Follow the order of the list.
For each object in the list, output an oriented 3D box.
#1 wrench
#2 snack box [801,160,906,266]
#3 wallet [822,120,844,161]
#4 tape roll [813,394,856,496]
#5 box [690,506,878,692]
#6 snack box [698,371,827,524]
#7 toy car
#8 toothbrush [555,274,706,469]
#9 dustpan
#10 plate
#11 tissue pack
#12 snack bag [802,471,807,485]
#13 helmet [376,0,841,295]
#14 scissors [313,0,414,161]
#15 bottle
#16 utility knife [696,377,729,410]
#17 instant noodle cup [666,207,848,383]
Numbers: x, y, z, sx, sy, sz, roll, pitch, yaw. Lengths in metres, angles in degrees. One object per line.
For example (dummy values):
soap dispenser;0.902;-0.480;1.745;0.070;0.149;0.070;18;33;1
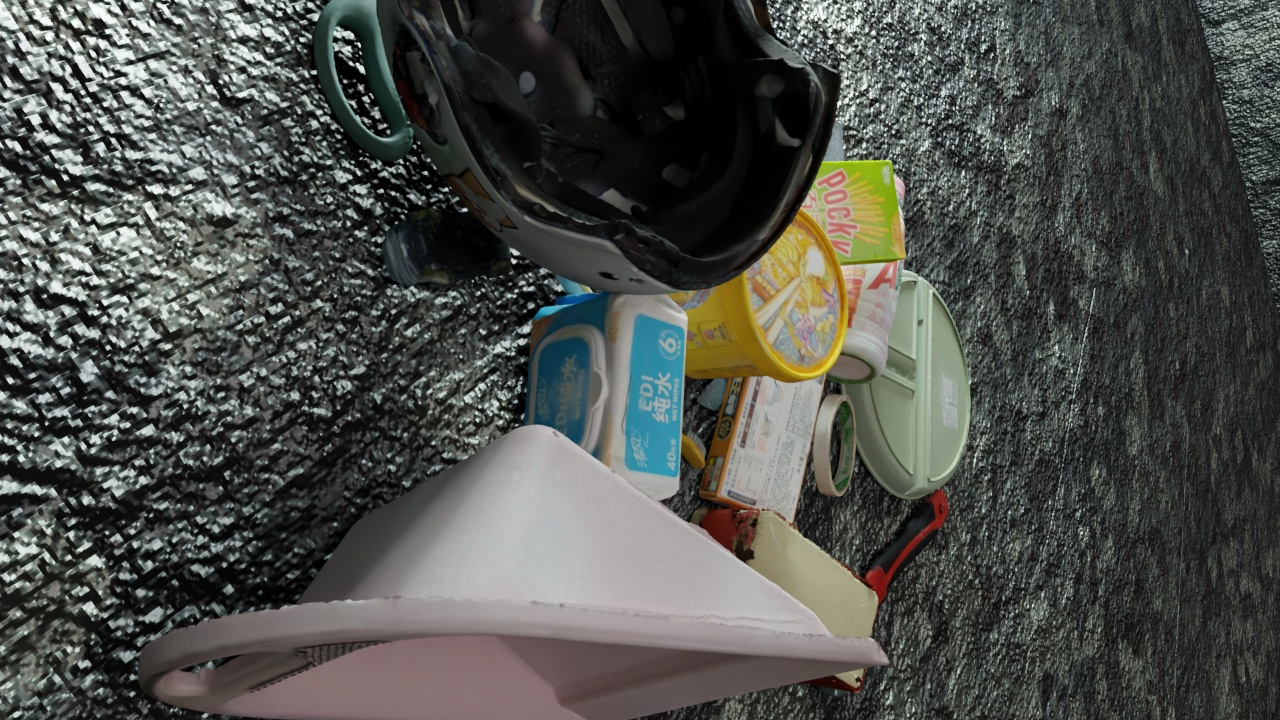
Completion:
wrench;0.222;0.195;0.824;0.272;0.016;0.056;-37;111;-42
snack box;0.139;-0.118;0.744;0.156;0.026;0.085;-5;86;-20
wallet;0.149;-0.175;0.818;0.120;0.019;0.097;1;84;-47
tape roll;0.164;0.071;0.770;0.085;0.014;0.086;-8;99;-61
box;0.109;0.174;0.667;0.168;0.080;0.091;39;58;-35
snack box;0.098;0.041;0.695;0.075;0.026;0.153;24;73;-28
toy car;-0.108;-0.063;0.523;0.090;0.034;0.043;-23;96;-58
toothbrush;-0.004;0.004;0.630;0.191;0.016;0.018;55;38;-24
dustpan;-0.061;0.147;0.410;0.273;0.223;0.138;41;42;-18
plate;0.264;0.019;0.891;0.229;0.028;0.230;9;77;-44
tissue pack;-0.025;0.023;0.551;0.063;0.090;0.140;16;72;-43
snack bag;0.127;0.047;0.747;0.048;0.026;0.104;28;65;-30
helmet;-0.036;-0.158;0.501;0.274;0.157;0.229;52;60;-14
scissors;-0.156;-0.191;0.510;0.131;0.019;0.185;-42;111;-41
bottle;0.197;-0.077;0.809;0.068;0.068;0.196;38;58;-35
utility knife;0.095;-0.023;0.735;0.033;0.015;0.194;55;51;-18
instant noodle cup;0.064;-0.038;0.634;0.118;0.115;0.118;11;75;-44
